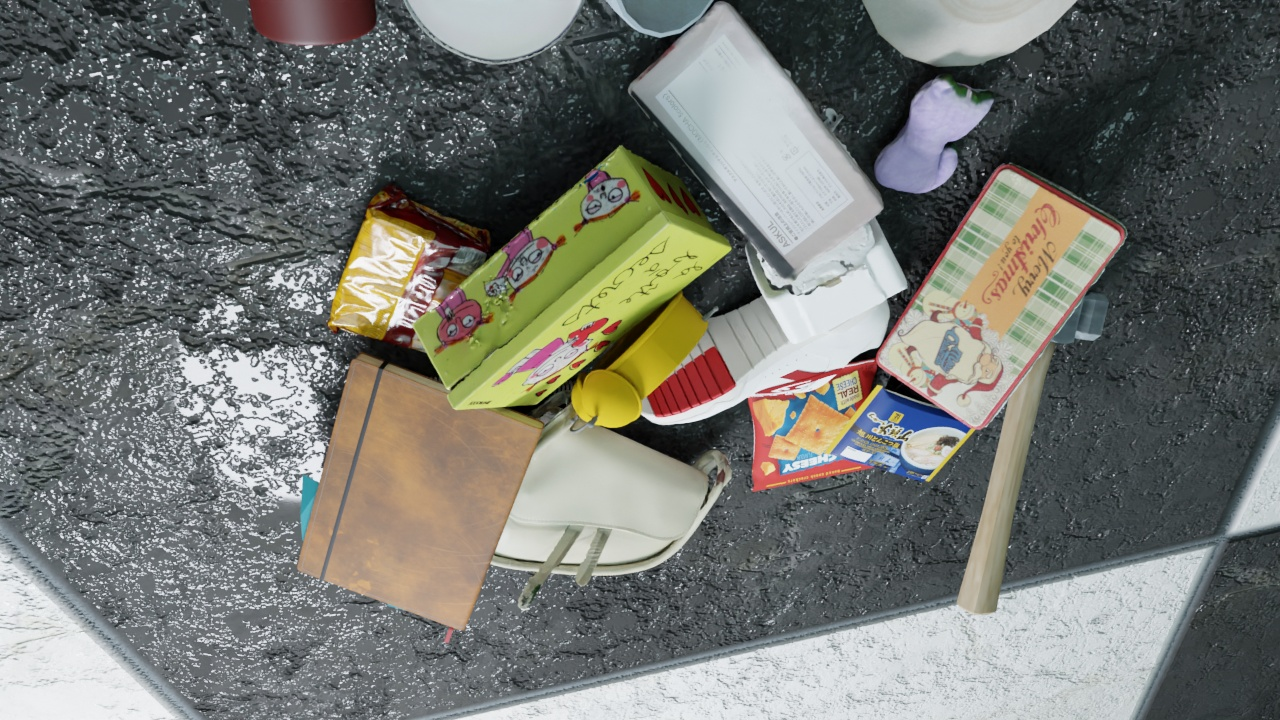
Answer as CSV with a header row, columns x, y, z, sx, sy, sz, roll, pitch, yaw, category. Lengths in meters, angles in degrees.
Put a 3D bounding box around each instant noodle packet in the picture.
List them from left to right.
x,y,z,sx,sy,sz,roll,pitch,yaw,category
-0.183,-0.066,0.724,0.098,0.039,0.136,15,128,-25,instant noodle packet
0.251,0.072,0.873,0.134,0.026,0.087,16,122,-25,instant noodle packet

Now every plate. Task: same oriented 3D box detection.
x,y,z,sx,sy,sz,roll,pitch,yaw,category
0.244,-0.287,0.626,0.188,0.027,0.189,-6,132,-7,plate

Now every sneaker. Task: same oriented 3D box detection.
x,y,z,sx,sy,sz,roll,pitch,yaw,category
0.115,0.004,0.824,0.237,0.090,0.104,-32,134,10,sneaker

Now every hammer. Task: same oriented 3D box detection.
x,y,z,sx,sy,sz,roll,pitch,yaw,category
0.348,0.082,0.856,0.117,0.051,0.323,4,101,-28,hammer

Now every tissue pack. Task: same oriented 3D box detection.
x,y,z,sx,sy,sz,roll,pitch,yaw,category
0.088,-0.157,0.655,0.104,0.071,0.181,-40,95,18,tissue pack

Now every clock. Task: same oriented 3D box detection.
x,y,z,sx,sy,sz,roll,pitch,yaw,category
-0.004,0.004,0.760,0.052,0.114,0.151,44,80,-8,clock

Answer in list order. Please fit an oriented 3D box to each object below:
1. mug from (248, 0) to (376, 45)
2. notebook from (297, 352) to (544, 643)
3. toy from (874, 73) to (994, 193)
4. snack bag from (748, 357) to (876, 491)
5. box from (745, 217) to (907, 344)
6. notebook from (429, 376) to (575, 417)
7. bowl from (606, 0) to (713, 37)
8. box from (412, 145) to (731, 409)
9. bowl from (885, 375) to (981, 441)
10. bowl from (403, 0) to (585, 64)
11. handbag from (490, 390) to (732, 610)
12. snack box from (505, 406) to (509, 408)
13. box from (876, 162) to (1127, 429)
x,y,z,sx,sy,sz,roll,pitch,yaw,category
-0.186,-0.246,0.551,0.105,0.073,0.083,-25,139,-30,mug
-0.205,0.124,0.794,0.178,0.014,0.250,21,116,-4,notebook
0.231,-0.175,0.719,0.080,0.036,0.100,6,135,-29,toy
0.171,0.065,0.913,0.131,0.039,0.144,-11,127,-2,snack bag
0.129,-0.099,0.720,0.110,0.102,0.130,-29,128,15,box
-0.147,0.075,0.872,0.206,0.016,0.149,2,131,-14,notebook
0.008,-0.262,0.574,0.106,0.039,0.106,-28,136,-32,bowl
-0.051,-0.055,0.701,0.221,0.082,0.124,-35,165,19,box
0.280,0.033,0.900,0.124,0.052,0.124,-6,132,-7,bowl
-0.091,-0.250,0.563,0.116,0.065,0.116,-6,132,-7,bowl
-0.043,0.138,0.862,0.229,0.131,0.184,23,118,-32,handbag
-0.207,0.095,0.827,0.207,0.057,0.056,-36,130,21,snack box
0.298,-0.052,0.773,0.117,0.050,0.206,36,116,15,box
